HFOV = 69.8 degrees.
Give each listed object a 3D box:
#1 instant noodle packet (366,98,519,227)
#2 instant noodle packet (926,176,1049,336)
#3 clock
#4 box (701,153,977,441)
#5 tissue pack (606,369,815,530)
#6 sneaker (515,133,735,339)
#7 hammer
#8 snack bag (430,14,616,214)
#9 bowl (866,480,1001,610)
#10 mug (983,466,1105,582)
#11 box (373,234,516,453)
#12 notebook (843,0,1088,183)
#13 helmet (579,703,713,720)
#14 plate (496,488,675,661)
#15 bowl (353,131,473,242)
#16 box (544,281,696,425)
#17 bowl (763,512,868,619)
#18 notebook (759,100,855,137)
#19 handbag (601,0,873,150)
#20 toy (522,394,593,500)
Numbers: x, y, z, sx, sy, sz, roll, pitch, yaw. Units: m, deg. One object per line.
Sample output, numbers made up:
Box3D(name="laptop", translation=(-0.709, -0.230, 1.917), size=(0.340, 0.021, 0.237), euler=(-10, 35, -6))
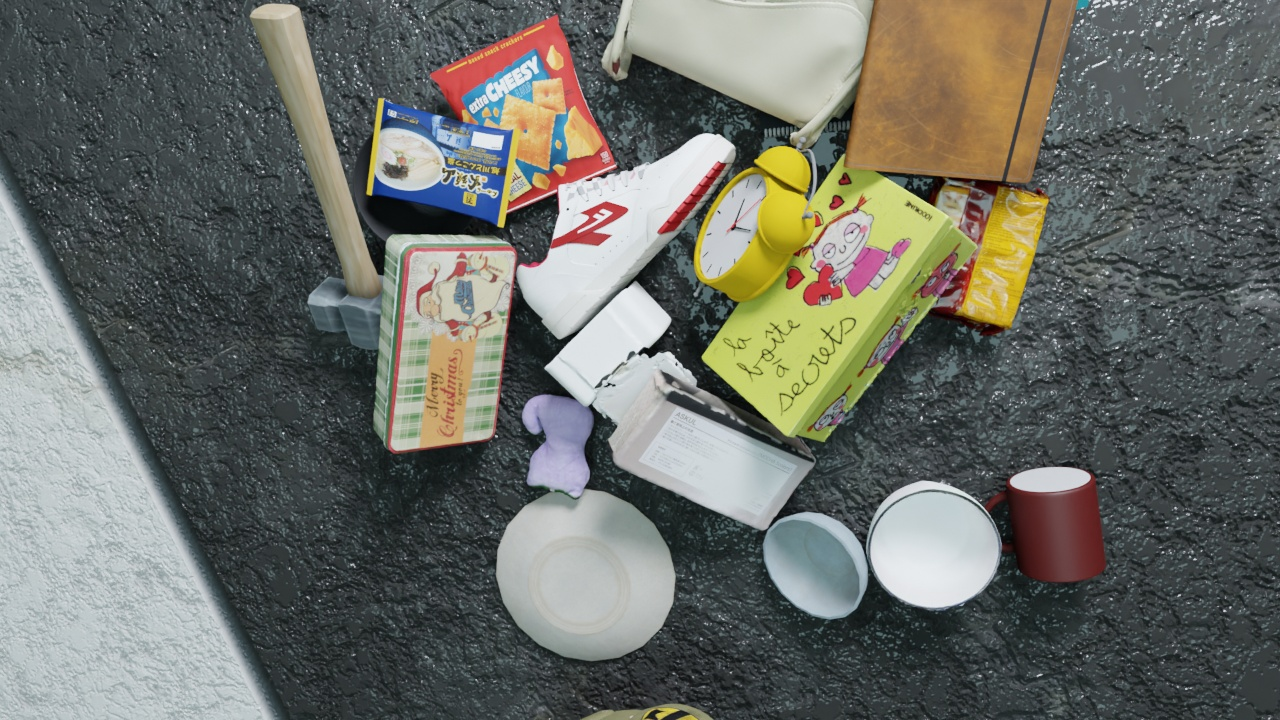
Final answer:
Box3D(name="instant noodle packet", translation=(-0.179, -0.178, 0.826), size=(0.134, 0.026, 0.087), euler=(14, 106, 7))
Box3D(name="instant noodle packet", translation=(0.292, -0.093, 0.810), size=(0.098, 0.039, 0.135), euler=(14, 101, 8))
Box3D(name="clock", translation=(0.100, -0.118, 0.790), size=(0.052, 0.113, 0.152), euler=(22, 139, -24))
Box3D(name="box", translation=(0.167, -0.049, 0.793), size=(0.221, 0.082, 0.124), euler=(-53, 53, 14))
Box3D(name="tissue pack", translation=(0.060, 0.084, 0.849), size=(0.181, 0.071, 0.104), euler=(24, 110, -29))
Box3D(name="sneaker", translation=(-0.026, -0.134, 0.838), size=(0.104, 0.090, 0.237), euler=(46, 109, 3))
Box3D(name="hammer", translation=(-0.272, -0.148, 0.813), size=(0.117, 0.051, 0.323), euler=(10, 132, 18))
Box3D(name="snack bag", translation=(-0.107, -0.223, 0.853), size=(0.131, 0.039, 0.144), euler=(-20, 102, 13))
Box3D(name="bowl", translation=(0.267, 0.164, 0.849), size=(0.116, 0.065, 0.116), euler=(2, 101, 9))
Box3D(name="mug", translation=(0.360, 0.146, 0.834), size=(0.106, 0.073, 0.082), euler=(-4, 101, 40))
Box3D(name="box", translation=(-0.183, -0.016, 0.858), size=(0.117, 0.050, 0.206), euler=(-3, 116, -34))
Box3D(name="notebook", translation=(0.265, -0.267, 0.709), size=(0.178, 0.014, 0.250), euler=(2, 112, -11))
Box3D(name="helmet", translation=(0.000, 0.428, 0.839), size=(0.233, 0.255, 0.250), euler=(-1, 99, 7))
Box3D(name="plate", translation=(-0.060, 0.224, 0.938), size=(0.189, 0.027, 0.189), euler=(2, 101, 10))
Box3D(name="bowl", translation=(-0.204, -0.167, 0.874), size=(0.124, 0.052, 0.124), euler=(2, 101, 10))
Box3D(name="box", translation=(-0.002, 0.010, 0.849), size=(0.130, 0.102, 0.110), euler=(43, 103, -3))
Box3D(name="bowl", translation=(0.172, 0.188, 0.871), size=(0.106, 0.039, 0.106), euler=(20, 122, 35))
Box3D(name="notebook", translation=(0.205, -0.280, 0.801), size=(0.207, 0.016, 0.149), euler=(-3, 99, 11))
Box3D(name="handbag", translation=(0.094, -0.285, 0.752), size=(0.229, 0.131, 0.184), euler=(24, 108, 8))
Box3D(name="toy", translation=(-0.085, 0.083, 0.912), size=(0.080, 0.036, 0.100), euler=(12, 98, 17))
